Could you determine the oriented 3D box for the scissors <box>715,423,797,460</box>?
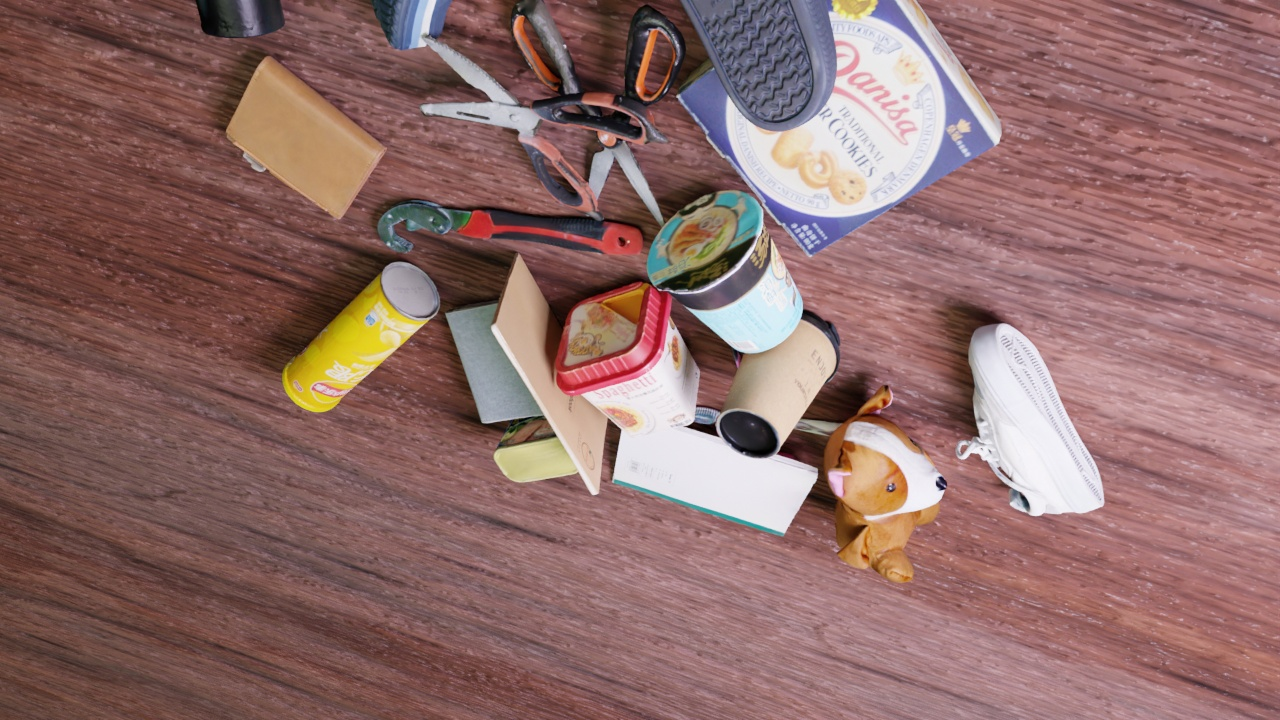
[{"bbox_3d":[0.106,0.102,0.985,0.135,0.017,0.134,12,142,1],"label":"scissors"}]

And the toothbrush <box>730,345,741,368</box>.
[{"bbox_3d":[0.079,-0.046,0.890,0.018,0.014,0.189,1,128,28],"label":"toothbrush"}]

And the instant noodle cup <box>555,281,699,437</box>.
[{"bbox_3d":[-0.005,0.005,0.900,0.117,0.116,0.124,-16,133,26],"label":"instant noodle cup"}]

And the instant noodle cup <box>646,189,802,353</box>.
[{"bbox_3d":[0.084,-0.070,0.808,0.111,0.111,0.120,-19,138,28],"label":"instant noodle cup"}]

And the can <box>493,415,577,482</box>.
[{"bbox_3d":[-0.100,0.082,0.998,0.102,0.083,0.057,-13,122,25],"label":"can"}]

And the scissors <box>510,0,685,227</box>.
[{"bbox_3d":[-0.029,-0.208,0.765,0.221,0.021,0.233,46,143,-9],"label":"scissors"}]

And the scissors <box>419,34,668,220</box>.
[{"bbox_3d":[-0.084,-0.197,0.766,0.189,0.015,0.223,-13,136,44],"label":"scissors"}]

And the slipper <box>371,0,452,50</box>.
[{"bbox_3d":[-0.141,-0.342,0.679,0.254,0.095,0.105,-43,64,53],"label":"slipper"}]

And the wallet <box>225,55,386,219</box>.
[{"bbox_3d":[-0.320,-0.207,0.874,0.132,0.031,0.108,38,125,-12],"label":"wallet"}]

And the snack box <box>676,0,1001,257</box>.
[{"bbox_3d":[0.153,-0.199,0.726,0.183,0.045,0.178,-31,112,34],"label":"snack box"}]

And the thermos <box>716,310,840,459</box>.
[{"bbox_3d":[0.126,0.020,0.852,0.093,0.142,0.093,18,137,18],"label":"thermos"}]

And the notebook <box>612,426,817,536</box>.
[{"bbox_3d":[0.075,0.128,1.006,0.209,0.012,0.151,17,144,5],"label":"notebook"}]

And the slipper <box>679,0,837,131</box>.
[{"bbox_3d":[0.074,-0.297,0.651,0.111,0.083,0.268,-16,101,49],"label":"slipper"}]

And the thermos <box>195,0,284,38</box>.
[{"bbox_3d":[-0.327,-0.381,0.714,0.090,0.068,0.243,14,130,12],"label":"thermos"}]

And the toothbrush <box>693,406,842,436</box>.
[{"bbox_3d":[0.142,0.067,0.955,0.188,0.017,0.016,7,128,12],"label":"toothbrush"}]

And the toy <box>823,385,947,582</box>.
[{"bbox_3d":[0.238,0.127,0.901,0.131,0.139,0.200,4,135,35],"label":"toy"}]

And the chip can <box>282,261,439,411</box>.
[{"bbox_3d":[-0.303,-0.021,0.987,0.214,0.071,0.072,-34,112,34],"label":"chip can"}]

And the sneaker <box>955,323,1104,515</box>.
[{"bbox_3d":[0.343,0.061,0.852,0.091,0.089,0.242,-20,125,34],"label":"sneaker"}]

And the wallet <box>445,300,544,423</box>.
[{"bbox_3d":[-0.138,-0.002,0.968,0.107,0.036,0.130,-8,109,21],"label":"wallet"}]

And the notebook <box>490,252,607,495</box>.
[{"bbox_3d":[-0.083,0.012,0.899,0.008,0.147,0.208,-20,119,14],"label":"notebook"}]

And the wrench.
[{"bbox_3d":[-0.131,-0.126,0.889,0.274,0.016,0.056,4,130,14],"label":"wrench"}]
